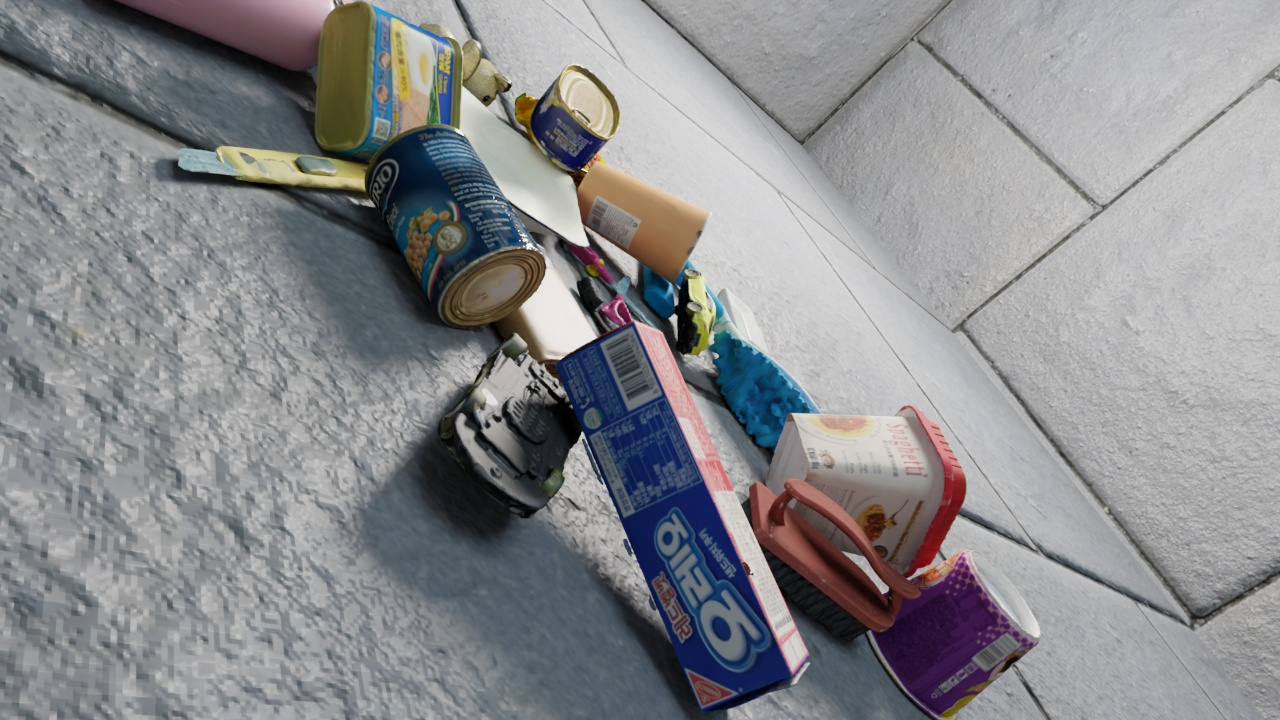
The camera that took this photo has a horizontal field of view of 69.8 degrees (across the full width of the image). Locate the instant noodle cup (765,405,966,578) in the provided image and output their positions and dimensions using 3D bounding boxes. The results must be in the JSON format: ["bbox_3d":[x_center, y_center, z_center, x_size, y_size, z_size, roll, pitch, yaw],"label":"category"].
[{"bbox_3d":[0.175,0.099,0.739,0.124,0.117,0.116,9,31,-8],"label":"instant noodle cup"}]

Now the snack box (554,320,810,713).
[{"bbox_3d":[0.022,0.083,0.506,0.207,0.057,0.058,66,15,14],"label":"snack box"}]

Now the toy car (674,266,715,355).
[{"bbox_3d":[0.052,-0.046,0.858,0.032,0.048,0.105,8,36,-8],"label":"toy car"}]

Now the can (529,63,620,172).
[{"bbox_3d":[-0.063,-0.236,0.888,0.074,0.049,0.147,38,27,-20],"label":"can"}]

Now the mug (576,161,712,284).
[{"bbox_3d":[-0.003,-0.135,0.878,0.123,0.078,0.078,28,22,-2],"label":"mug"}]

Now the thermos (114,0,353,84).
[{"bbox_3d":[-0.254,-0.226,0.595,0.198,0.067,0.087,9,63,-60],"label":"thermos"}]

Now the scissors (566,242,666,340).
[{"bbox_3d":[-0.022,-0.062,0.815,0.133,0.017,0.133,46,17,-12],"label":"scissors"}]

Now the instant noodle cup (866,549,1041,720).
[{"bbox_3d":[0.247,0.209,0.722,0.111,0.099,0.111,40,20,-18],"label":"instant noodle cup"}]

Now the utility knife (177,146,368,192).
[{"bbox_3d":[-0.207,-0.112,0.551,0.031,0.019,0.183,44,24,10],"label":"utility knife"}]

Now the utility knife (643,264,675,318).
[{"bbox_3d":[0.016,-0.094,0.940,0.034,0.018,0.181,37,22,-19],"label":"utility knife"}]

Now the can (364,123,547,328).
[{"bbox_3d":[-0.116,-0.083,0.579,0.111,0.075,0.075,56,23,22],"label":"can"}]

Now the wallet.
[{"bbox_3d":[-0.074,-0.037,0.641,0.090,0.033,0.115,5,46,-57],"label":"wallet"}]

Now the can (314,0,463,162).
[{"bbox_3d":[-0.172,-0.183,0.629,0.083,0.057,0.102,4,88,-58],"label":"can"}]

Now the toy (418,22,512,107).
[{"bbox_3d":[-0.188,-0.265,0.808,0.105,0.066,0.157,8,-4,41],"label":"toy"}]

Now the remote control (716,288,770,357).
[{"bbox_3d":[0.115,-0.034,1.016,0.049,0.024,0.124,37,22,-25],"label":"remote control"}]

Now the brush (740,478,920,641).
[{"bbox_3d":[0.135,0.145,0.659,0.146,0.069,0.063,41,23,-16],"label":"brush"}]

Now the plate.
[{"bbox_3d":[-0.118,-0.160,0.774,0.163,0.034,0.164,34,24,-30],"label":"plate"}]

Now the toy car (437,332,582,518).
[{"bbox_3d":[-0.069,0.035,0.499,0.070,0.042,0.158,47,16,-9],"label":"toy car"}]

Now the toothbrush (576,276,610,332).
[{"bbox_3d":[-0.004,0.004,0.724,0.014,0.017,0.189,5,47,-53],"label":"toothbrush"}]

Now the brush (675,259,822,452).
[{"bbox_3d":[0.091,-0.014,0.899,0.314,0.061,0.109,53,16,23],"label":"brush"}]

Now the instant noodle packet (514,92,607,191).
[{"bbox_3d":[-0.071,-0.214,0.957,0.110,0.044,0.128,23,30,-54],"label":"instant noodle packet"}]
